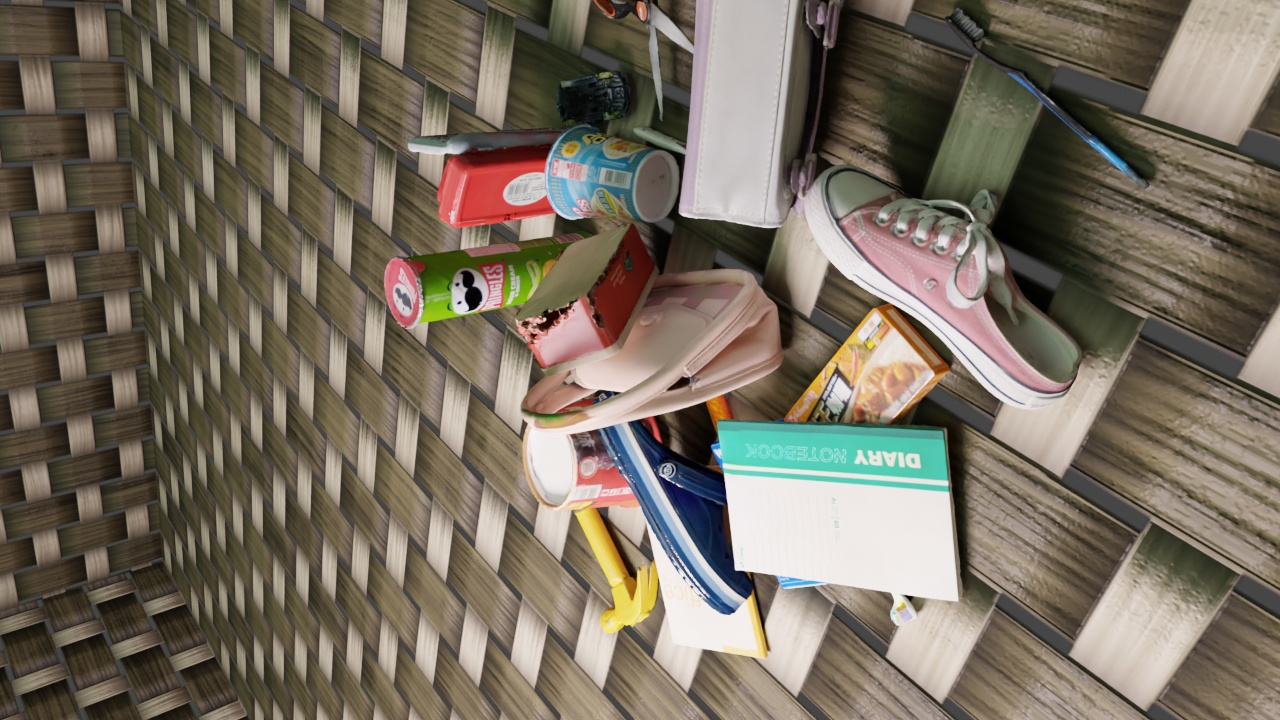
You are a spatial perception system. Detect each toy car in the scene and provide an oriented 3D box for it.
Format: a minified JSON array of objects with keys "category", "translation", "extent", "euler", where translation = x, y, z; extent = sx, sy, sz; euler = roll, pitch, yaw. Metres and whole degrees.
[{"category":"toy car","translation":[-0.049,-0.273,0.960],"extent":[0.106,0.031,0.049],"euler":[7,106,46]}]

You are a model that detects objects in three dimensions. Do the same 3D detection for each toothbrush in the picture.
[{"category":"toothbrush","translation":[0.277,-0.183,0.629],"extent":[0.016,0.014,0.189],"euler":[-46,65,20]},{"category":"toothbrush","translation":[0.056,-0.192,0.879],"extent":[0.187,0.016,0.017],"euler":[34,135,37]},{"category":"toothbrush","translation":[0.190,0.147,0.823],"extent":[0.189,0.020,0.029],"euler":[62,141,17]}]

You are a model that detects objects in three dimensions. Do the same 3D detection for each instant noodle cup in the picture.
[{"category":"instant noodle cup","translation":[-0.024,-0.182,0.919],"extent":[0.110,0.099,0.099],"euler":[19,115,37]},{"category":"instant noodle cup","translation":[-0.057,0.103,1.015],"extent":[0.138,0.108,0.138],"euler":[9,101,51]}]

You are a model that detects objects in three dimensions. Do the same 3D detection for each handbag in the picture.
[{"category":"handbag","translation":[-0.005,0.005,0.837],"extent":[0.194,0.233,0.093],"euler":[3,121,51]},{"category":"handbag","translation":[0.098,-0.212,0.725],"extent":[0.098,0.144,0.197],"euler":[10,110,15]}]

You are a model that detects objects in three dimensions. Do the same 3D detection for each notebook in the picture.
[{"category":"notebook","translation":[0.167,0.125,0.798],"extent":[0.210,0.012,0.150],"euler":[-1,105,35]},{"category":"notebook","translation":[0.063,0.216,0.998],"extent":[0.146,0.010,0.206],"euler":[-10,93,50]}]

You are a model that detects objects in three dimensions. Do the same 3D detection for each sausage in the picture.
[{"category":"sausage","translation":[0.094,0.091,0.916],"extent":[0.022,0.021,0.165],"euler":[-24,83,50]}]

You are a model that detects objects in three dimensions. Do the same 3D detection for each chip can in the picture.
[{"category":"chip can","translation":[-0.148,-0.091,0.973],"extent":[0.072,0.235,0.072],"euler":[19,116,45]}]

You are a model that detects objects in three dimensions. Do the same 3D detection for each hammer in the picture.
[{"category":"hammer","translation":[-0.067,0.180,1.121],"extent":[0.129,0.032,0.300],"euler":[-45,68,46]}]

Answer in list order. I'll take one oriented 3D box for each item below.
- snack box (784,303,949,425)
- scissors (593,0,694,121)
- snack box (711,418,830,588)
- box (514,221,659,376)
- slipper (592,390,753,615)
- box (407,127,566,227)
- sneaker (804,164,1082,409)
[{"category":"snack box","translation":[0.188,0.030,0.784],"extent":[0.075,0.026,0.154],"euler":[54,136,24]},{"category":"scissors","translation":[-0.004,-0.341,0.850],"extent":[0.221,0.021,0.233],"euler":[42,144,54]},{"category":"snack box","translation":[0.133,0.136,0.860],"extent":[0.085,0.026,0.157],"euler":[-26,90,52]},{"category":"box","translation":[-0.052,-0.068,0.857],"extent":[0.091,0.167,0.077],"euler":[-17,116,25]},{"category":"slipper","translation":[0.041,0.132,0.925],"extent":[0.253,0.095,0.105],"euler":[57,-179,-1]},{"category":"box","translation":[-0.141,-0.208,0.952],"extent":[0.100,0.200,0.096],"euler":[39,126,26]},{"category":"sneaker","translation":[0.221,-0.072,0.656],"extent":[0.241,0.118,0.088],"euler":[48,151,21]}]
